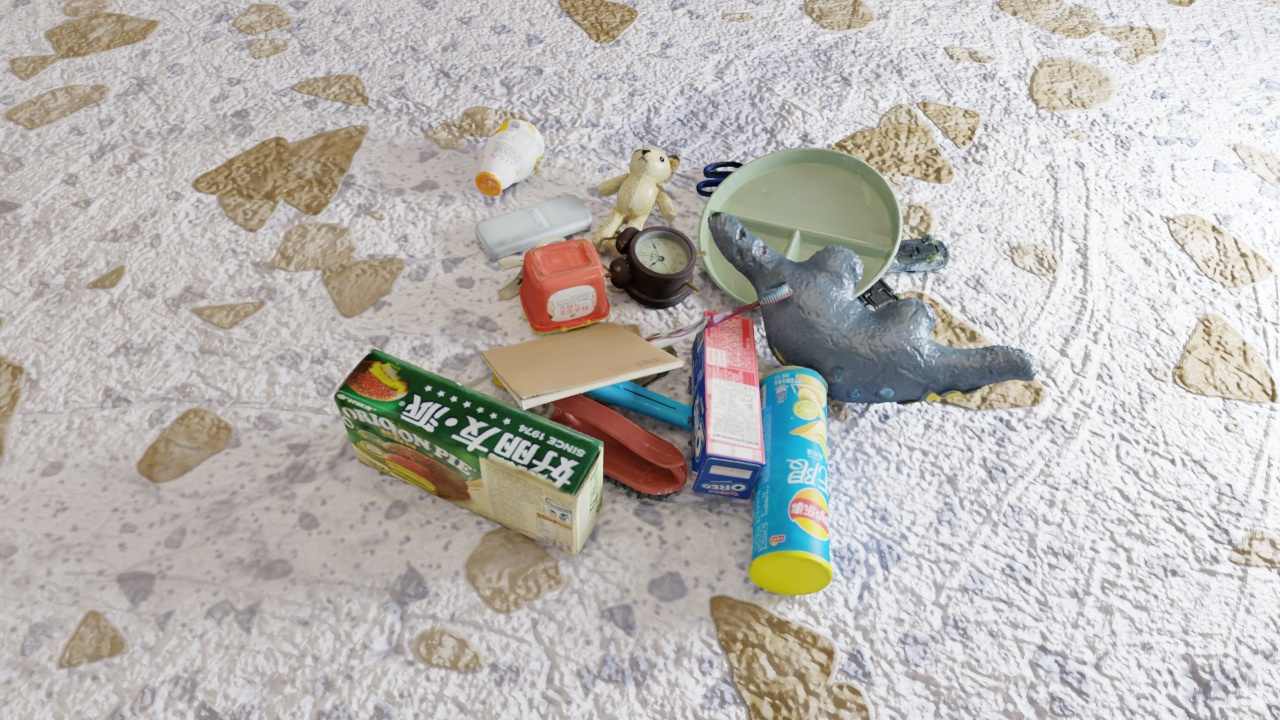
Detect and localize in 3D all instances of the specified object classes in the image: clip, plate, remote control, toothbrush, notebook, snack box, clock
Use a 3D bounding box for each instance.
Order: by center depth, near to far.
[{"bbox_3d":[-0.150,0.084,0.825,0.240,0.115,0.063,21,54,14],"label":"snack box"},{"bbox_3d":[-0.065,-0.002,0.888,0.149,0.012,0.211,-14,16,-16],"label":"notebook"},{"bbox_3d":[0.081,0.039,0.891,0.058,0.057,0.207,11,41,-7],"label":"snack box"},{"bbox_3d":[0.061,-0.038,0.915,0.188,0.017,0.016,-21,45,10],"label":"toothbrush"},{"bbox_3d":[-0.082,-0.081,0.987,0.091,0.080,0.082,-14,53,-15],"label":"snack box"},{"bbox_3d":[0.009,-0.108,1.023,0.122,0.055,0.081,14,57,-2],"label":"clock"},{"bbox_3d":[-0.118,-0.109,1.032,0.099,0.070,0.034,-29,58,-29],"label":"clip"},{"bbox_3d":[0.180,-0.147,1.050,0.230,0.027,0.229,-6,62,11],"label":"plate"},{"bbox_3d":[-0.126,-0.159,1.087,0.135,0.020,0.056,-21,54,-19],"label":"remote control"}]

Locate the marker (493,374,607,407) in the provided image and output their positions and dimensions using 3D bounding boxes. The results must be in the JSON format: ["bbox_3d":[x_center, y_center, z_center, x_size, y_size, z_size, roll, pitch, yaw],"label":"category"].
[{"bbox_3d":[-0.092,0.033,0.935,0.124,0.015,0.018,17,56,9],"label":"marker"}]

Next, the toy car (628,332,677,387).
[{"bbox_3d":[-0.006,0.006,0.951,0.090,0.035,0.042,-33,58,-23],"label":"toy car"}]

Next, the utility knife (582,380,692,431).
[{"bbox_3d":[0.006,0.040,0.912,0.161,0.018,0.034,21,41,-8],"label":"utility knife"}]

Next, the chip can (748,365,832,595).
[{"bbox_3d":[0.141,0.107,0.852,0.071,0.071,0.209,7,50,2],"label":"chip can"}]

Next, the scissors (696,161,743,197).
[{"bbox_3d":[0.150,-0.220,1.128,0.174,0.012,0.126,25,55,39],"label":"scissors"}]

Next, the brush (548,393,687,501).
[{"bbox_3d":[-0.021,0.080,0.865,0.146,0.069,0.063,26,55,17],"label":"brush"}]

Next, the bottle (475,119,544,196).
[{"bbox_3d":[-0.164,-0.247,1.129,0.063,0.063,0.108,18,51,11],"label":"bottle"}]

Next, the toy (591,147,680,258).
[{"bbox_3d":[-0.010,-0.189,1.091,0.105,0.066,0.157,17,68,18],"label":"toy"}]

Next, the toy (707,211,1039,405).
[{"bbox_3d":[0.209,-0.033,0.932,0.356,0.138,0.091,31,20,12],"label":"toy"}]

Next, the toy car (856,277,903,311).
[{"bbox_3d":[0.254,-0.077,1.035,0.049,0.031,0.105,-23,53,-16],"label":"toy car"}]

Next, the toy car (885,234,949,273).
[{"bbox_3d":[0.314,-0.121,1.074,0.090,0.034,0.042,-4,54,-4],"label":"toy car"}]
